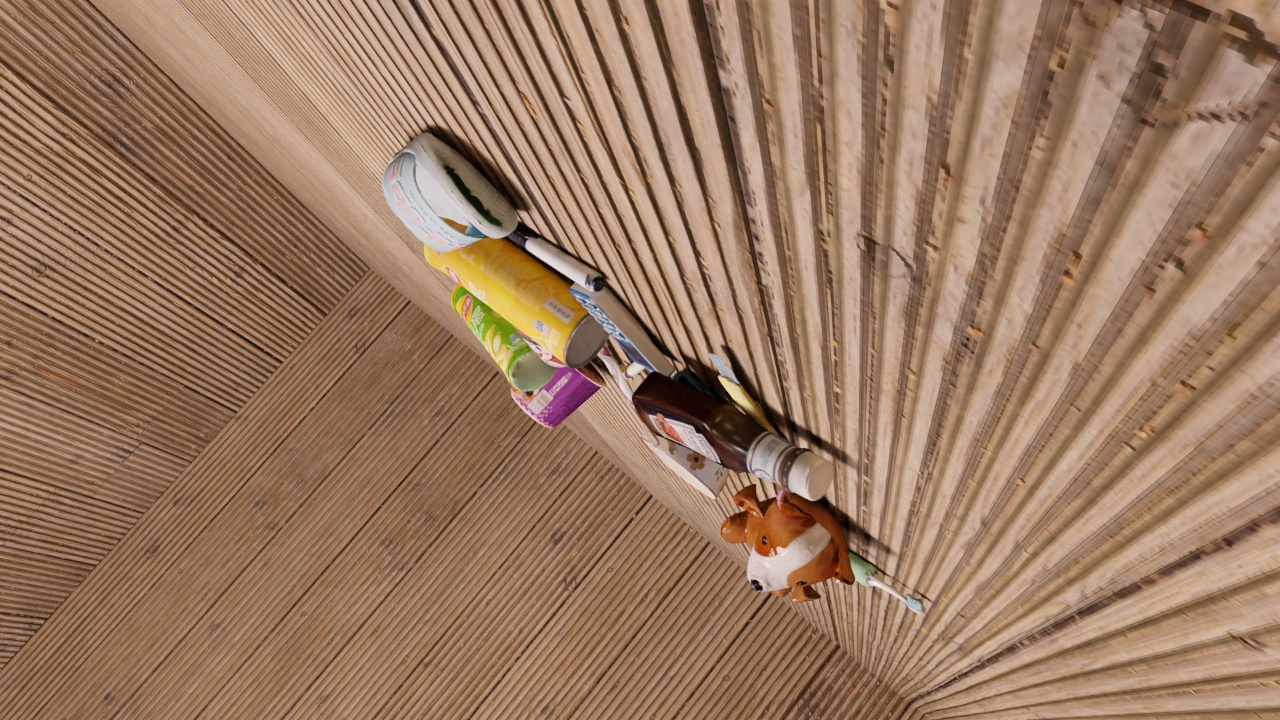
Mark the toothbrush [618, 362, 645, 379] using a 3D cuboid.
[{"bbox_3d":[-0.006,0.006,1.019,0.029,0.020,0.190,10,173,-8],"label":"toothbrush"}]

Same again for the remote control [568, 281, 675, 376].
[{"bbox_3d":[-0.016,-0.030,0.861,0.125,0.024,0.049,48,168,-36],"label":"remote control"}]

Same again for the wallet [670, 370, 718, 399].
[{"bbox_3d":[0.063,0.058,0.935,0.106,0.040,0.133,44,172,0],"label":"wallet"}]

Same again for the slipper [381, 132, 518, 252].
[{"bbox_3d":[-0.193,-0.151,0.845,0.104,0.074,0.245,46,171,-27],"label":"slipper"}]

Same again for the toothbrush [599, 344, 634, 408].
[{"bbox_3d":[-0.041,-0.004,1.027,0.016,0.017,0.188,38,163,47],"label":"toothbrush"}]

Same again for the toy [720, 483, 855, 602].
[{"bbox_3d":[0.158,0.201,1.004,0.140,0.130,0.200,46,162,-1],"label":"toy"}]

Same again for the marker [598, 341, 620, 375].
[{"bbox_3d":[-0.041,-0.010,1.090,0.017,0.017,0.146,37,170,20],"label":"marker"}]

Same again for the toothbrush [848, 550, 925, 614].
[{"bbox_3d":[0.250,0.243,1.088,0.225,0.026,0.027,28,143,54],"label":"toothbrush"}]

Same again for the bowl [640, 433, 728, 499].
[{"bbox_3d":[0.062,0.104,1.076,0.113,0.062,0.113,39,172,6],"label":"bowl"}]

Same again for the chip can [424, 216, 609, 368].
[{"bbox_3d":[-0.128,-0.077,0.947,0.213,0.072,0.072,35,170,24],"label":"chip can"}]

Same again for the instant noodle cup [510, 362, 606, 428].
[{"bbox_3d":[-0.120,0.033,1.280,0.111,0.099,0.111,41,-171,-8],"label":"instant noodle cup"}]

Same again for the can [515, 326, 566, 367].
[{"bbox_3d":[-0.100,-0.040,1.023,0.066,0.066,0.094,36,170,26],"label":"can"}]

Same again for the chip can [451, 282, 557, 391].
[{"bbox_3d":[-0.187,-0.040,1.250,0.221,0.072,0.072,45,177,45],"label":"chip can"}]

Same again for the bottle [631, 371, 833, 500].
[{"bbox_3d":[0.078,0.068,0.795,0.195,0.044,0.080,23,157,42],"label":"bottle"}]

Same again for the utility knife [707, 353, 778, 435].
[{"bbox_3d":[0.091,0.040,0.778,0.031,0.020,0.195,27,172,35],"label":"utility knife"}]

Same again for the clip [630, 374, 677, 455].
[{"bbox_3d":[0.029,0.064,1.031,0.080,0.035,0.104,34,-161,-26],"label":"clip"}]

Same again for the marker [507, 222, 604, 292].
[{"bbox_3d":[-0.079,-0.095,0.828,0.131,0.018,0.023,34,160,38],"label":"marker"}]
